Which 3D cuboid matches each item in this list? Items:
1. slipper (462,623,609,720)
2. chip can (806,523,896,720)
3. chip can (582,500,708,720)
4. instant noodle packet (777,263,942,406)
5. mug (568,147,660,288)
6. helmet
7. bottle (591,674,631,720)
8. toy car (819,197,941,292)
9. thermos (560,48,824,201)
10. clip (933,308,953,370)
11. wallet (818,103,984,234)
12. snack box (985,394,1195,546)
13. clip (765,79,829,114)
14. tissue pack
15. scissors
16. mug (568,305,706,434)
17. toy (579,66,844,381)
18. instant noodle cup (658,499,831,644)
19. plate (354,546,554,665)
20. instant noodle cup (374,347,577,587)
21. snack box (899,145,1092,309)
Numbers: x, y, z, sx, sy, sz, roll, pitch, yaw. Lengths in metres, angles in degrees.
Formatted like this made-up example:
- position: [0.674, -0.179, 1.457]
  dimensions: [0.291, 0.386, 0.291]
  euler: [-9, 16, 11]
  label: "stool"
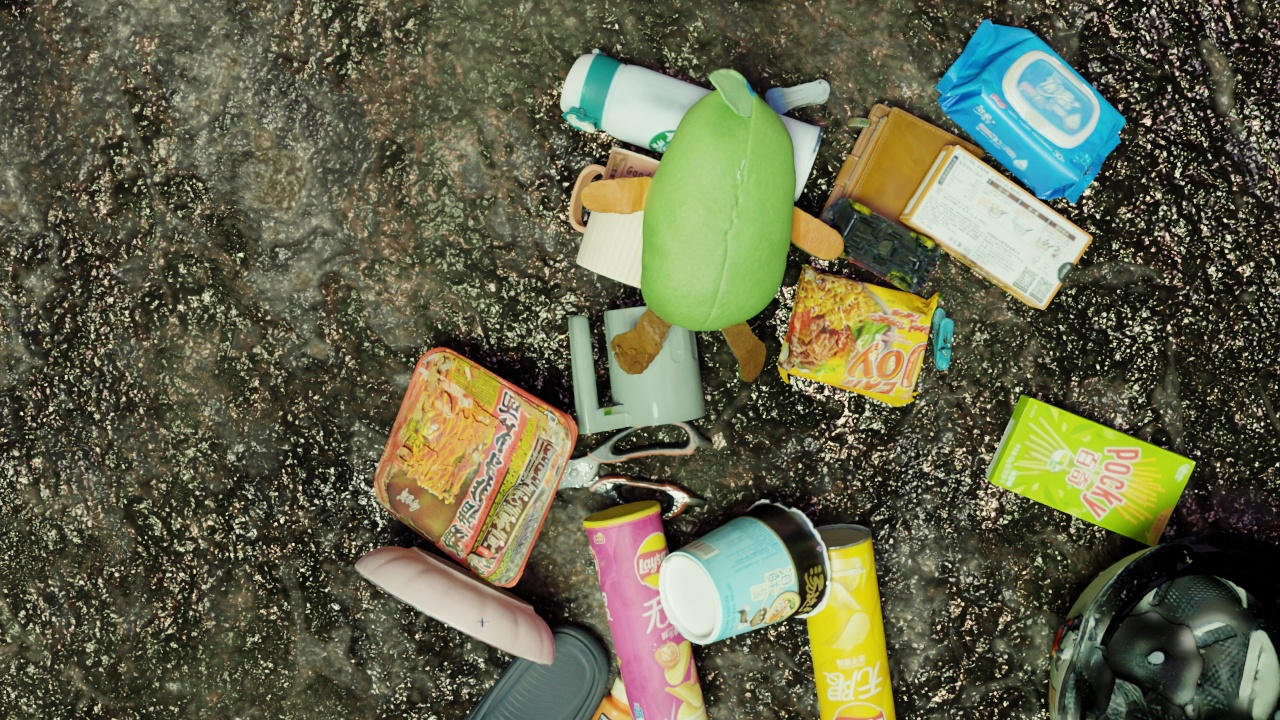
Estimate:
- position: [-0.132, 0.368, 0.861]
  dimensions: [0.111, 0.083, 0.268]
  euler: [35, 95, 15]
  label: "slipper"
- position: [0.189, 0.261, 0.835]
  dimensions: [0.072, 0.072, 0.213]
  euler: [-9, 94, 6]
  label: "chip can"
- position: [0.007, 0.237, 0.822]
  dimensions: [0.071, 0.071, 0.210]
  euler: [-13, 89, 6]
  label: "chip can"
- position: [0.195, -0.020, 0.819]
  dimensions: [0.128, 0.044, 0.111]
  euler: [13, 101, 3]
  label: "instant noodle packet"
- position: [-0.015, -0.128, 0.813]
  dimensions: [0.115, 0.081, 0.106]
  euler: [25, 100, 29]
  label: "mug"
- position: [0.450, 0.276, 0.772]
  dimensions: [0.230, 0.157, 0.274]
  euler: [6, 86, 5]
  label: "helmet"
- position: [-0.024, 0.356, 0.871]
  dimensions: [0.067, 0.067, 0.149]
  euler: [23, 91, 2]
  label: "bottle"
- position: [0.202, -0.100, 0.785]
  dimensions: [0.106, 0.031, 0.049]
  euler: [26, 102, -2]
  label: "toy car"
- position: [0.041, -0.204, 0.800]
  dimensions: [0.224, 0.073, 0.073]
  euler: [20, 97, 3]
  label: "thermos"
- position: [0.271, -0.017, 0.823]
  dimensions: [0.013, 0.032, 0.054]
  euler: [-4, 109, 7]
  label: "clip"
- position: [0.220, -0.148, 0.806]
  dimensions: [0.119, 0.035, 0.131]
  euler: [26, 98, 0]
  label: "wallet"
- position: [0.401, 0.098, 0.821]
  dimensions: [0.156, 0.026, 0.086]
  euler: [22, 98, 2]
  label: "snack box"
- position: [0.140, -0.234, 0.814]
  dimensions: [0.058, 0.042, 0.026]
  euler: [-14, 93, 3]
  label: "clip"
- position: [0.327, -0.210, 0.767]
  dimensions: [0.157, 0.052, 0.094]
  euler: [41, 72, 0]
  label: "tissue pack"
- position: [-0.041, 0.115, 0.867]
  dimensions: [0.206, 0.015, 0.202]
  euler: [40, 98, -1]
  label: "scissors"
- position: [-0.005, 0.005, 0.807]
  dimensions: [0.123, 0.084, 0.103]
  euler: [-8, 93, -32]
  label: "mug"
- position: [0.061, -0.104, 0.744]
  dimensions: [0.226, 0.090, 0.247]
  euler: [8, 102, -18]
  label: "toy"
- position: [0.084, 0.189, 0.791]
  dimensions: [0.120, 0.111, 0.111]
  euler: [-13, 96, -37]
  label: "instant noodle cup"
- position: [-0.156, 0.208, 0.809]
  dimensions: [0.192, 0.193, 0.039]
  euler: [26, 76, 2]
  label: "plate"
- position: [-0.141, 0.091, 0.823]
  dimensions: [0.189, 0.079, 0.164]
  euler: [28, 98, 27]
  label: "instant noodle cup"
- position: [0.306, -0.114, 0.792]
  dimensions: [0.153, 0.026, 0.075]
  euler: [30, 97, -11]
  label: "snack box"
